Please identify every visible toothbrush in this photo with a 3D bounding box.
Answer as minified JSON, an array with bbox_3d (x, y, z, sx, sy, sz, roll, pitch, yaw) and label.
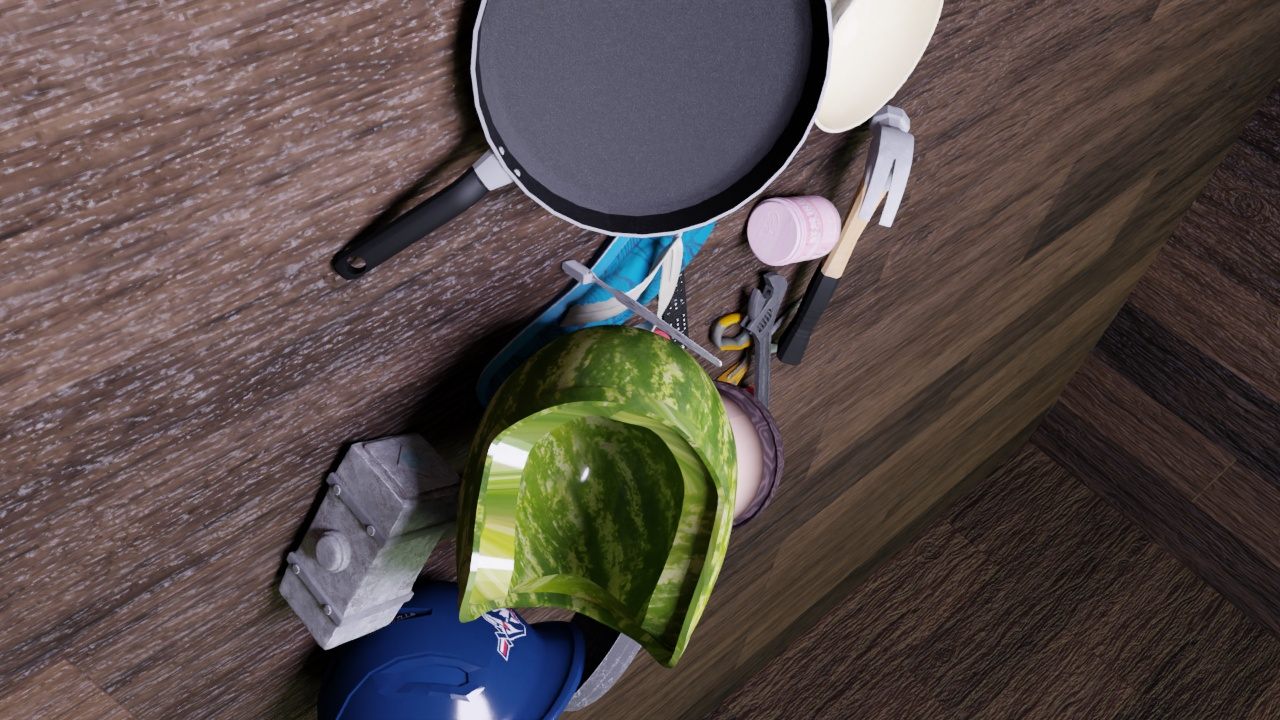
[{"bbox_3d":[-0.004,-0.038,0.715,0.010,0.181,0.010,-20,132,-36],"label":"toothbrush"}]

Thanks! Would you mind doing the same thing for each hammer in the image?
[{"bbox_3d":[-0.164,0.142,0.865,0.325,0.079,0.177,-7,135,-58],"label":"hammer"},{"bbox_3d":[0.216,-0.113,1.012,0.329,0.039,0.130,108,-3,-49],"label":"hammer"}]

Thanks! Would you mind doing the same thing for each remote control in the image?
[{"bbox_3d":[0.035,-0.045,0.944,0.030,0.009,0.140,-37,152,-16],"label":"remote control"}]

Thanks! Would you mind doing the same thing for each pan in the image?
[{"bbox_3d":[-0.048,-0.152,0.585,0.357,0.034,0.225,-30,126,9],"label":"pan"},{"bbox_3d":[-0.018,0.241,1.028,0.208,0.040,0.355,-50,-172,30],"label":"pan"}]

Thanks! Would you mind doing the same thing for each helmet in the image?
[{"bbox_3d":[-0.184,0.324,0.909,0.272,0.232,0.223,-19,105,-2],"label":"helmet"},{"bbox_3d":[-0.031,0.096,0.730,0.243,0.213,0.247,141,-38,-87],"label":"helmet"}]

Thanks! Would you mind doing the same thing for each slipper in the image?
[{"bbox_3d":[-0.020,-0.049,0.811,0.295,0.060,0.118,-43,156,-3],"label":"slipper"}]

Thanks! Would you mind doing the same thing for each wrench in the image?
[{"bbox_3d":[0.147,-0.002,1.098,0.073,0.018,0.274,-43,148,-26],"label":"wrench"}]

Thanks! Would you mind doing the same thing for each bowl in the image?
[{"bbox_3d":[0.166,-0.270,0.745,0.150,0.075,0.151,-33,150,-22],"label":"bowl"}]

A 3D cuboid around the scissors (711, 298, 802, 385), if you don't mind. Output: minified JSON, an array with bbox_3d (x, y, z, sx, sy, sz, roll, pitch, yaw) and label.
[{"bbox_3d":[0.120,-0.001,1.118,0.230,0.016,0.225,-55,153,16],"label":"scissors"}]

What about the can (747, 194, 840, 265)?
[{"bbox_3d":[0.154,-0.132,0.927,0.076,0.067,0.067,-15,140,-45],"label":"can"}]

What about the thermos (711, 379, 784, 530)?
[{"bbox_3d":[0.037,0.108,0.955,0.173,0.173,0.225,-55,158,18],"label":"thermos"}]

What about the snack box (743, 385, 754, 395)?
[{"bbox_3d":[0.099,0.091,1.185,0.133,0.021,0.089,-52,163,21],"label":"snack box"}]

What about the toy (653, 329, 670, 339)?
[{"bbox_3d":[-0.005,0.005,0.917,0.092,0.045,0.135,-48,158,16],"label":"toy"}]
